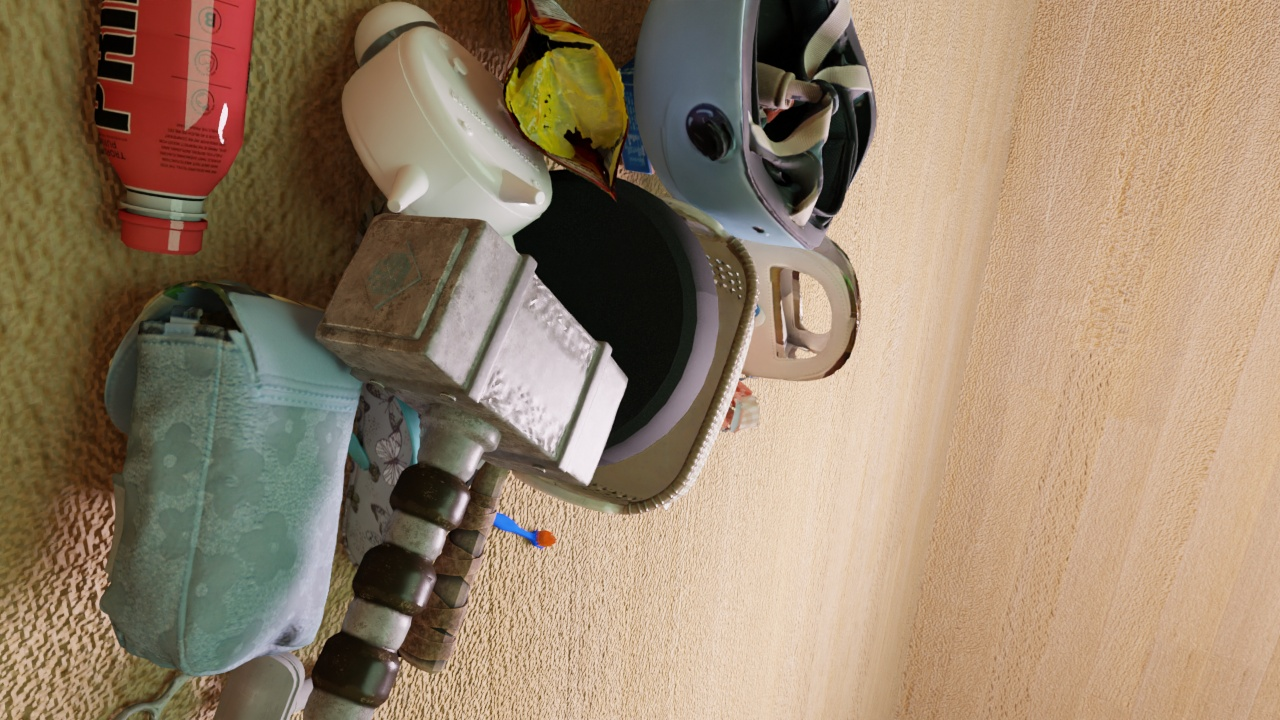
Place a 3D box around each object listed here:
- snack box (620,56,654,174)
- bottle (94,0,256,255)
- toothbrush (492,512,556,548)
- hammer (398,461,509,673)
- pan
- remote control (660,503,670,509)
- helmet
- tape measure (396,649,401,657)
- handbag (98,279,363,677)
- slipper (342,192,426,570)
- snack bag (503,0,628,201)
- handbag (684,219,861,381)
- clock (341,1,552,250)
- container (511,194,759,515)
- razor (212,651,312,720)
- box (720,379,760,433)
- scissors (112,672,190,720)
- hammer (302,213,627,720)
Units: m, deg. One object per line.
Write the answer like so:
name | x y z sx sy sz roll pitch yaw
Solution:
snack box | 0.028 -0.245 0.829 0.150 0.034 0.087 -51 143 -35
bottle | -0.214 -0.138 0.424 0.062 0.062 0.177 -8 111 -59
toothbrush | -0.118 0.135 0.779 0.182 0.018 0.016 46 39 -58
hammer | -0.103 0.071 0.673 0.049 0.122 0.318 29 81 -61
pan | -0.096 0.032 0.624 0.356 0.204 0.044 -53 165 7
remote control | 0.020 0.115 1.021 0.050 0.011 0.136 -60 148 -25
helmet | 0.082 -0.217 0.726 0.224 0.167 0.266 -57 145 -36
tape measure | -0.169 0.200 0.705 0.061 0.034 0.061 44 65 -56
handbag | -0.214 0.055 0.469 0.121 0.119 0.192 11 87 -70
slipper | -0.159 0.031 0.572 0.054 0.098 0.269 -21 123 -57
snack bag | -0.050 -0.194 0.596 0.207 0.067 0.139 -103 171 -54
handbag | 0.121 -0.059 0.919 0.092 0.200 0.201 -48 140 -33
clock | -0.104 -0.133 0.534 0.125 0.073 0.160 34 31 -53
container | -0.004 0.004 0.757 0.246 0.185 0.143 -67 161 -8
razor | -0.222 0.219 0.602 0.088 0.047 0.116 -69 162 2
box | 0.065 0.018 0.881 0.056 0.186 0.059 36 96 -30
scissors | -0.262 0.179 0.552 0.174 0.014 0.142 -44 142 -41
hammer | -0.119 0.101 0.458 0.177 0.080 0.325 49 55 -53
